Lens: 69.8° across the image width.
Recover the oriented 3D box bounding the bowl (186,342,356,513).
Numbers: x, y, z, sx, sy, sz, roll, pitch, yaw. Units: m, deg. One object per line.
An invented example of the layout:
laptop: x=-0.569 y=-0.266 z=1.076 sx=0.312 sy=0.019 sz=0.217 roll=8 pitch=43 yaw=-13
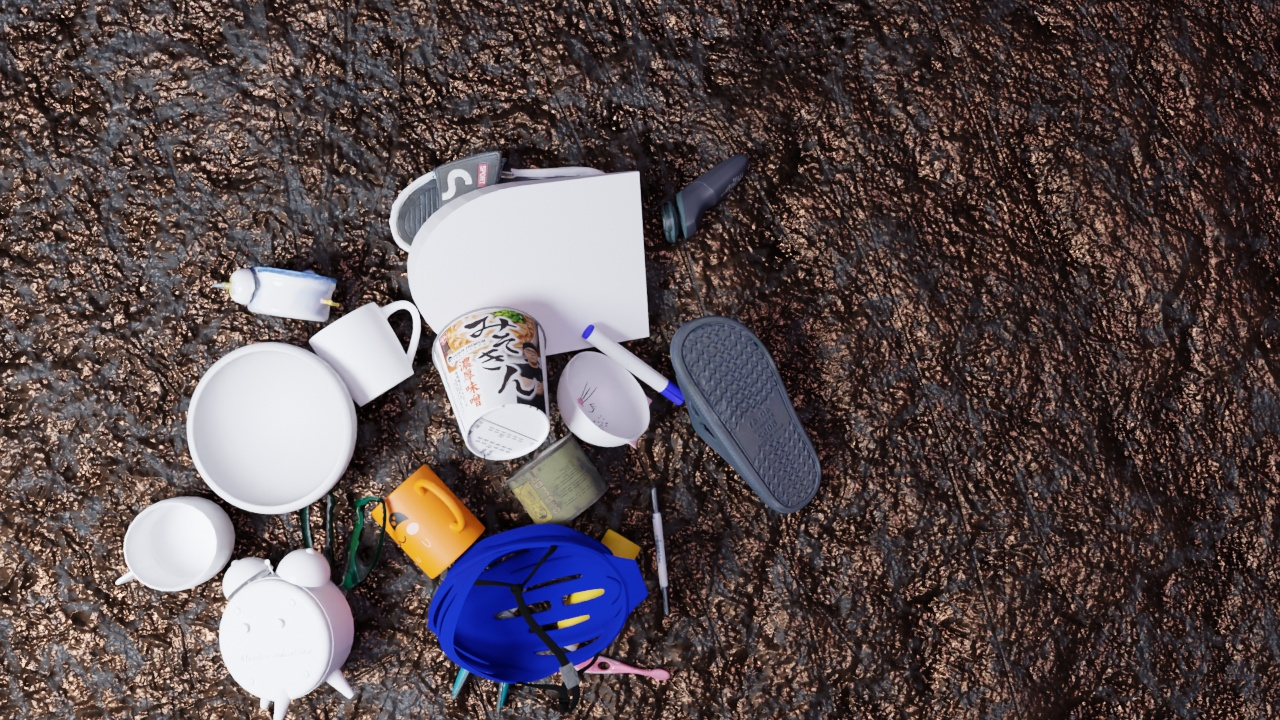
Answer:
bowl: x=-0.378 y=0.069 z=0.967 sx=0.176 sy=0.066 sz=0.176 roll=0 pitch=90 yaw=5

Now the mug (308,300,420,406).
mug: x=-0.284 y=-0.014 z=0.994 sx=0.114 sy=0.081 sz=0.087 roll=-33 pitch=96 yaw=-11

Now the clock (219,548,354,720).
clock: x=-0.365 y=0.278 z=0.934 sx=0.125 sy=0.072 sz=0.161 roll=-11 pitch=90 yaw=12

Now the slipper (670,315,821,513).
slipper: x=0.116 y=0.060 z=1.065 sx=0.110 sy=0.083 sz=0.268 roll=-41 pitch=110 yaw=-19

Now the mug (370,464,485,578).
mug: x=-0.219 y=0.165 z=0.973 sx=0.096 sy=0.113 sz=0.077 roll=48 pitch=49 yaw=-3

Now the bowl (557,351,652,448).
bowl: x=-0.049 y=0.051 z=1.028 sx=0.114 sy=0.051 sz=0.114 roll=28 pitch=40 yaw=-27

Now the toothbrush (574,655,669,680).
toothbrush: x=-0.033 y=0.346 z=1.037 sx=0.135 sy=0.016 sz=0.021 roll=11 pitch=82 yaw=-6

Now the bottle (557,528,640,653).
bottle: x=-0.054 y=0.262 z=1.026 sx=0.043 sy=0.043 sz=0.143 roll=32 pitch=80 yaw=-6

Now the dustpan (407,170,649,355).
dustpan: x=-0.125 y=-0.103 z=1.023 sx=0.257 sy=0.053 sz=0.192 roll=-11 pitch=111 yaw=-19

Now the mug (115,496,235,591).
mug: x=-0.482 y=0.194 z=0.944 sx=0.115 sy=0.068 sz=0.094 roll=-35 pitch=91 yaw=-11

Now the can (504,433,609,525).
can: x=-0.091 y=0.136 z=1.008 sx=0.089 sy=0.090 sz=0.074 roll=-36 pitch=92 yaw=-11

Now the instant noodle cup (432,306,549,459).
instant noodle cup: x=-0.148 y=0.030 z=0.956 sx=0.123 sy=0.124 sz=0.121 roll=-10 pitch=48 yaw=-11

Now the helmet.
helmet: x=-0.113 y=0.260 z=0.903 sx=0.241 sy=0.227 sz=0.148 roll=-18 pitch=104 yaw=5

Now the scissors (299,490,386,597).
scissors: x=-0.338 y=0.221 z=0.982 sx=0.137 sy=0.015 sz=0.210 roll=23 pitch=102 yaw=26

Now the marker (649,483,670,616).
marker: x=0.023 y=0.218 z=1.060 sx=0.011 sy=0.011 sz=0.152 roll=-5 pitch=86 yaw=-11

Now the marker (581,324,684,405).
marker: x=-0.006 y=0.006 z=1.053 sx=0.141 sy=0.020 sz=0.020 roll=36 pitch=79 yaw=-19

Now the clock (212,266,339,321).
clock: x=-0.388 y=-0.074 z=0.978 sx=0.125 sy=0.089 sz=0.052 roll=8 pitch=89 yaw=-10

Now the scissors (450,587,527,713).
scissors: x=-0.161 y=0.318 z=1.015 sx=0.126 sy=0.019 sz=0.154 roll=-23 pitch=87 yaw=-13

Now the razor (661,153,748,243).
razor: x=0.078 y=-0.197 z=1.096 sx=0.142 sy=0.047 sz=0.052 roll=-41 pitch=68 yaw=-14

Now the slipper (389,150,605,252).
slipper: x=-0.151 y=-0.178 z=1.043 sx=0.263 sy=0.063 sz=0.111 roll=-3 pitch=85 yaw=-12
